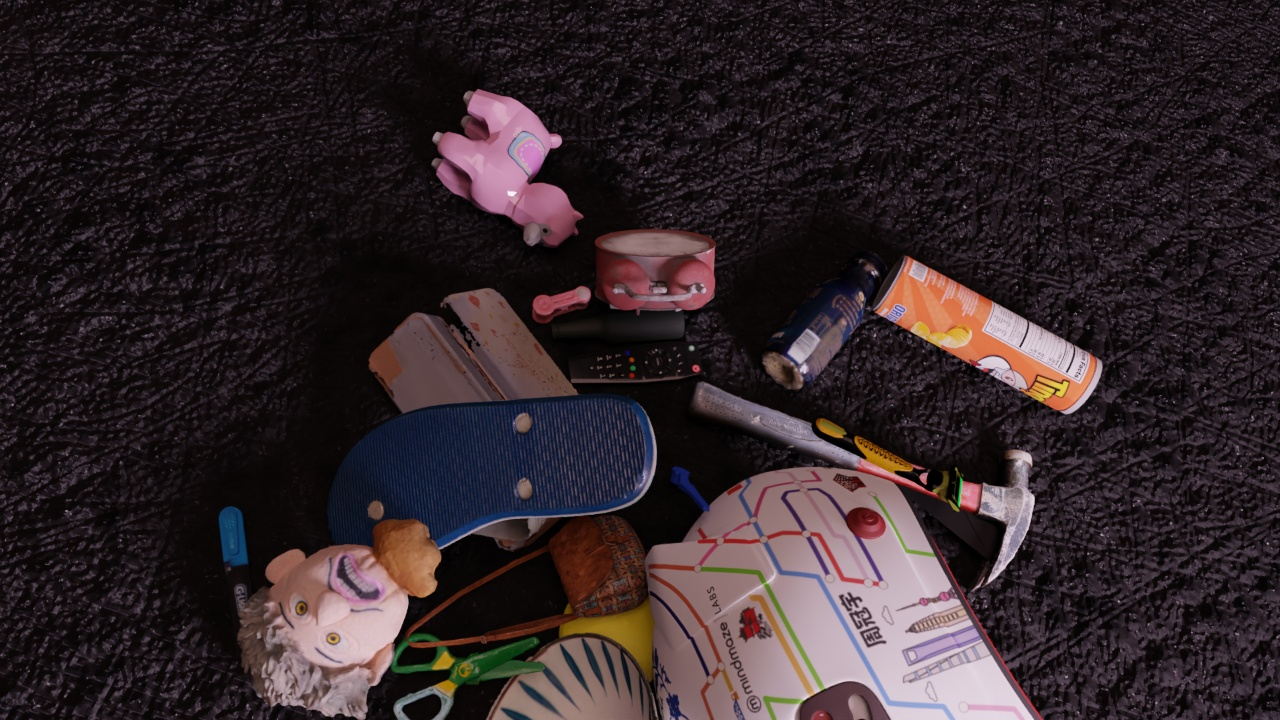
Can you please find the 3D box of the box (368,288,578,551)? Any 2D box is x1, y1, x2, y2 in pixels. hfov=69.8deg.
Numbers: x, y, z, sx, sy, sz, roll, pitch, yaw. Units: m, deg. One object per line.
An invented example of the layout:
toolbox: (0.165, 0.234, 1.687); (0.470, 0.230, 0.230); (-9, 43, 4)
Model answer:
box: (-0.120, 0.046, 0.799); (0.121, 0.094, 0.217); (-40, 77, 6)

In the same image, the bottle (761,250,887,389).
bottle: (0.179, -0.042, 0.877); (0.056, 0.056, 0.160); (40, 66, 8)

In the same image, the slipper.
slipper: (-0.117, 0.087, 0.716); (0.295, 0.060, 0.118); (-12, 80, 22)

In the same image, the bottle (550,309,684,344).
bottle: (-0.022, -0.032, 0.851); (0.123, 0.033, 0.033); (-5, 68, -11)

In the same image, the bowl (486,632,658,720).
bowl: (-0.038, 0.296, 0.668); (0.071, 0.178, 0.177); (38, 58, -37)

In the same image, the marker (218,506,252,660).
marker: (-0.316, 0.174, 0.720); (0.018, 0.015, 0.123); (-10, 71, -18)

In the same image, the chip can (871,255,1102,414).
chip can: (0.334, -0.026, 0.893); (0.210, 0.062, 0.062); (29, 65, 3)

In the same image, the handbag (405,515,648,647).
handbag: (-0.091, 0.178, 0.725); (0.195, 0.043, 0.093); (-17, 32, -11)

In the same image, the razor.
razor: (0.217, 0.086, 0.811); (0.144, 0.021, 0.043); (26, 44, 2)

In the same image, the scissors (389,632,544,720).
scissors: (-0.131, 0.247, 0.700); (0.132, 0.013, 0.078); (-5, 71, 11)

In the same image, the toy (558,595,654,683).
toy: (-0.018, 0.219, 0.739); (0.095, 0.041, 0.094); (-17, 64, -15)

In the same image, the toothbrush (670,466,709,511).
toothbrush: (0.039, 0.104, 0.726); (0.016, 0.187, 0.011); (14, 91, -4)

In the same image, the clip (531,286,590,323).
clip: (-0.073, -0.056, 0.850); (0.059, 0.039, 0.022); (-18, 68, -21)

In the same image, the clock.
clock: (0.014, -0.071, 0.819); (0.110, 0.156, 0.062); (0, 110, -2)

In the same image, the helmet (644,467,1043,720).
helmet: (0.133, 0.233, 0.654); (0.236, 0.231, 0.314); (-29, 70, 0)

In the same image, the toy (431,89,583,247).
toy: (-0.119, -0.181, 0.881); (0.157, 0.067, 0.123); (29, 64, -1)

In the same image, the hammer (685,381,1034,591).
hammer: (0.196, 0.097, 0.833); (0.326, 0.036, 0.140); (20, 63, 0)

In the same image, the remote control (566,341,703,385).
remote control: (-0.005, 0.005, 0.850); (0.124, 0.010, 0.039); (-6, 68, -12)

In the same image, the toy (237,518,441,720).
toy: (-0.220, 0.187, 0.676); (0.132, 0.076, 0.176); (45, 90, 5)
